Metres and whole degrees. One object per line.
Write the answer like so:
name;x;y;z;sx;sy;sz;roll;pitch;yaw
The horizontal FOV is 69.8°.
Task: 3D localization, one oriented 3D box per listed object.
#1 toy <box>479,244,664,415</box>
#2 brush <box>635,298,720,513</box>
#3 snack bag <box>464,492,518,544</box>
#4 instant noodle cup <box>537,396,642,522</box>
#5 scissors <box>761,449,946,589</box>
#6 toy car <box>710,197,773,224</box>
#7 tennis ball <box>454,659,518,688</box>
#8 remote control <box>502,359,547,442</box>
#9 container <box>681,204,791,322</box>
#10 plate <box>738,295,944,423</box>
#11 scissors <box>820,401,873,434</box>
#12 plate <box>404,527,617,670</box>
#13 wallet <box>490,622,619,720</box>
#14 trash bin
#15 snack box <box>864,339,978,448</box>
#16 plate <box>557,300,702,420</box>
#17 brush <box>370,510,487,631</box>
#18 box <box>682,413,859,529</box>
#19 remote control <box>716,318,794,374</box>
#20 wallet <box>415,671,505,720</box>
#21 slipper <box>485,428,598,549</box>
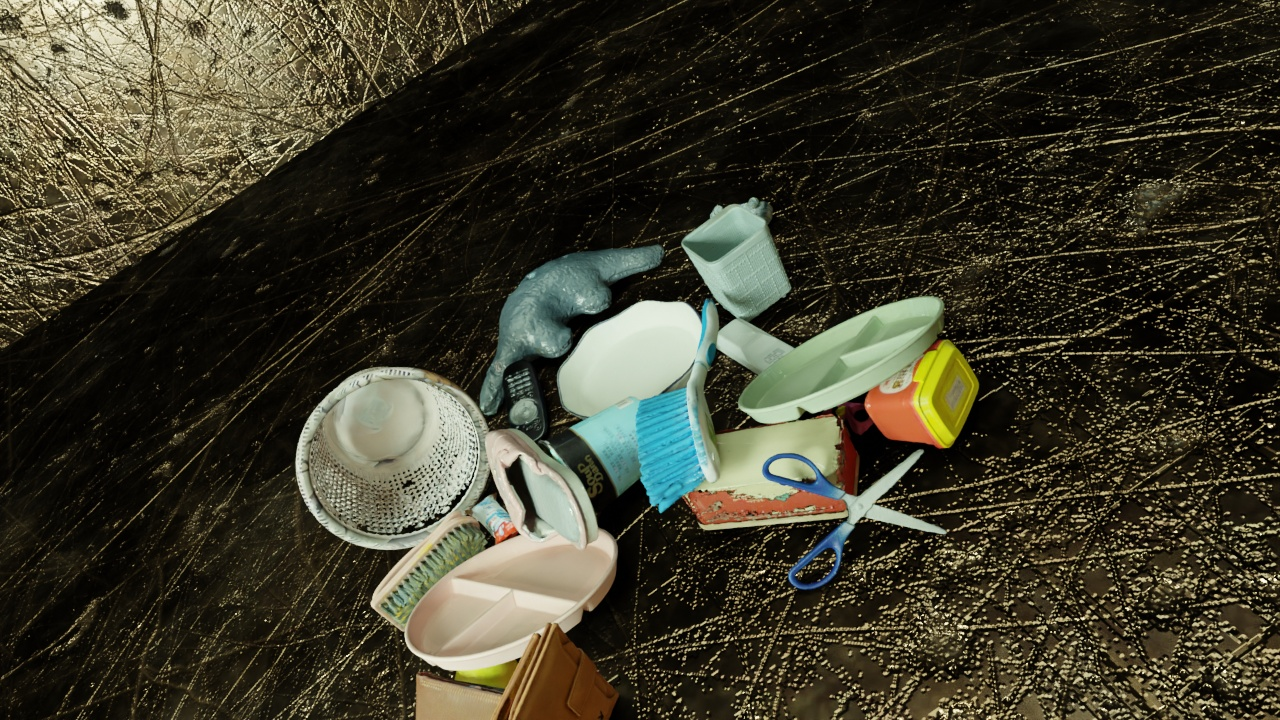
toy;-0.125;-0.071;1.321;0.138;0.091;0.355;37;73;24
brush;0.049;0.034;0.989;0.109;0.060;0.313;-24;31;12
snack bag;-0.173;0.189;1.091;0.048;0.026;0.104;-34;35;-15
instant noodle cup;-0.035;0.104;1.030;0.120;0.111;0.111;-33;34;-16
scissors;0.186;0.138;0.833;0.176;0.012;0.162;25;91;11
toy car;0.143;-0.204;1.306;0.091;0.043;0.034;-7;76;25
tennis ball;-0.148;0.312;0.891;0.065;0.065;0.065;-20;37;16
remote control;-0.152;0.058;1.218;0.053;0.024;0.136;-22;53;6
container;0.124;-0.120;1.157;0.090;0.111;0.090;-36;36;-5
plate;0.206;0.001;0.940;0.230;0.027;0.230;-29;7;4
scissors;0.198;0.048;0.989;0.093;0.017;0.137;-37;31;6
plate;-0.127;0.238;0.933;0.229;0.028;0.229;-20;15;5
wallet;-0.071;0.302;0.788;0.031;0.132;0.107;0;46;32
trash bin;-0.322;0.099;1.171;0.227;0.227;0.192;-39;23;-9
snack box;0.273;0.035;0.896;0.080;0.082;0.091;-8;39;50
plate;-0.007;0.007;1.165;0.205;0.045;0.204;-20;38;16
brush;-0.239;0.235;1.047;0.073;0.063;0.145;22;64;44
box;0.125;0.109;0.916;0.169;0.077;0.091;-12;40;28
remote control;0.136;-0.016;1.100;0.049;0.024;0.125;-38;37;-12
wallet;-0.161;0.345;0.844;0.125;0.032;0.101;-3;87;34
slipper;-0.123;0.142;1.006;0.054;0.114;0.275;-20;17;-24
